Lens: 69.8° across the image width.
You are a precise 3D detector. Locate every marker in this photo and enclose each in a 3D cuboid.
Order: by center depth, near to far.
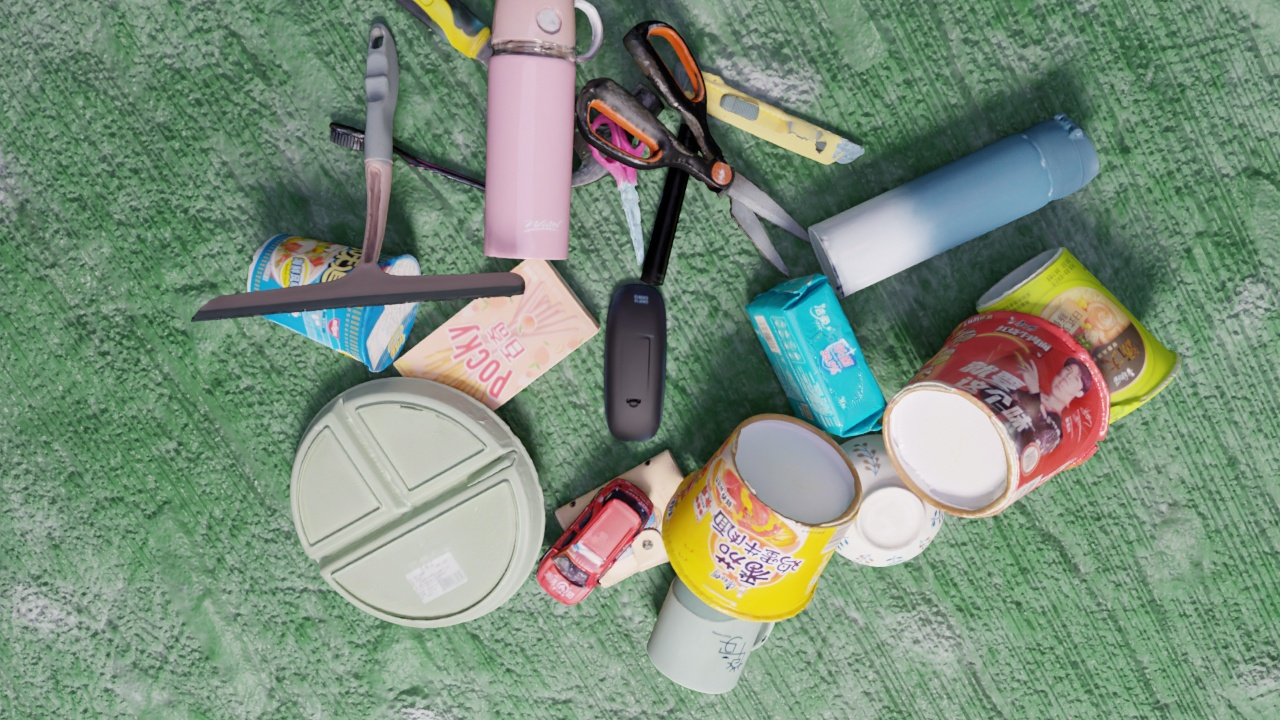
[{"bbox_3d":[0.026,-0.125,0.747,0.022,0.020,0.132,22,102,35],"label":"marker"}]

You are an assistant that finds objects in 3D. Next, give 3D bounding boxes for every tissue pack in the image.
[{"bbox_3d":[0.140,-0.001,0.729,0.050,0.093,0.133,-28,99,-9],"label":"tissue pack"}]

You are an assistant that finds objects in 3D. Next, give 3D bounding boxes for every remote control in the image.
[{"bbox_3d":[-0.005,0.004,0.770,0.053,0.024,0.136,2,100,0],"label":"remote control"}]

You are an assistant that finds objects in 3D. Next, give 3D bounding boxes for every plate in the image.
[{"bbox_3d":[-0.195,0.127,0.778,0.230,0.027,0.230,3,105,11],"label":"plate"}]

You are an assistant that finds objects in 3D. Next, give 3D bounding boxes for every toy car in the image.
[{"bbox_3d":[-0.040,0.154,0.768,0.053,0.045,0.121,38,103,-2],"label":"toy car"}]

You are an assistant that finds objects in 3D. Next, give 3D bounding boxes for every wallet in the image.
[{"bbox_3d":[-0.004,0.140,0.797,0.115,0.024,0.087,-29,94,6],"label":"wallet"}]

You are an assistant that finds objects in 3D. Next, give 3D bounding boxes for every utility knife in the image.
[{"bbox_3d":[0.101,-0.195,0.738,0.166,0.018,0.031,22,106,-7],"label":"utility knife"}]

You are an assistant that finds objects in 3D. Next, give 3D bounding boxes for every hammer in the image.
[{"bbox_3d":[-0.142,-0.259,0.722,0.323,0.032,0.126,40,98,-6],"label":"hammer"}]

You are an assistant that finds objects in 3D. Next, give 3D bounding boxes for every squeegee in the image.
[{"bbox_3d":[-0.204,-0.147,0.706,0.248,0.040,0.249,-4,71,7],"label":"squeegee"}]

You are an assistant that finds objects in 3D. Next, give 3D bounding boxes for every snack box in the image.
[{"bbox_3d":[-0.120,-0.012,0.769,0.157,0.026,0.084,-37,97,7],"label":"snack box"}]

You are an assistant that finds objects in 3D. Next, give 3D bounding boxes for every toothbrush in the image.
[{"bbox_3d":[-0.166,-0.154,0.752,0.189,0.014,0.018,21,110,-3],"label":"toothbrush"}]

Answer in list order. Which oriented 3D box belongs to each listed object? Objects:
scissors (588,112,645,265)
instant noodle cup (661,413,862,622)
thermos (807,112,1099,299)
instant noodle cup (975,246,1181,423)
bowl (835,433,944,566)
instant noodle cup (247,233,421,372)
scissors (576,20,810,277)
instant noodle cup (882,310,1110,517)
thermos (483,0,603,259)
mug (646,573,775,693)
[{"bbox_3d":[-0.010,-0.135,0.729,0.056,0.017,0.133,-26,126,-24],"label":"scissors"},{"bbox_3d":[0.098,0.116,0.713,0.138,0.137,0.110,23,130,-3],"label":"instant noodle cup"},{"bbox_3d":[0.244,-0.120,0.720,0.220,0.070,0.070,-24,99,5],"label":"thermos"},{"bbox_3d":[0.332,-0.019,0.719,0.112,0.111,0.123,-39,89,8],"label":"instant noodle cup"},{"bbox_3d":[0.203,0.123,0.767,0.113,0.062,0.113,0,100,0],"label":"bowl"},{"bbox_3d":[-0.247,-0.054,0.736,0.110,0.099,0.099,18,100,7],"label":"instant noodle cup"},{"bbox_3d":[0.055,-0.167,0.714,0.229,0.022,0.189,11,82,-26],"label":"scissors"},{"bbox_3d":[0.256,0.044,0.680,0.108,0.138,0.138,-28,101,-34],"label":"instant noodle cup"},{"bbox_3d":[-0.073,-0.176,0.690,0.087,0.067,0.198,-1,99,-31],"label":"thermos"},{"bbox_3d":[0.073,0.214,0.782,0.111,0.082,0.106,13,103,-33],"label":"mug"}]
